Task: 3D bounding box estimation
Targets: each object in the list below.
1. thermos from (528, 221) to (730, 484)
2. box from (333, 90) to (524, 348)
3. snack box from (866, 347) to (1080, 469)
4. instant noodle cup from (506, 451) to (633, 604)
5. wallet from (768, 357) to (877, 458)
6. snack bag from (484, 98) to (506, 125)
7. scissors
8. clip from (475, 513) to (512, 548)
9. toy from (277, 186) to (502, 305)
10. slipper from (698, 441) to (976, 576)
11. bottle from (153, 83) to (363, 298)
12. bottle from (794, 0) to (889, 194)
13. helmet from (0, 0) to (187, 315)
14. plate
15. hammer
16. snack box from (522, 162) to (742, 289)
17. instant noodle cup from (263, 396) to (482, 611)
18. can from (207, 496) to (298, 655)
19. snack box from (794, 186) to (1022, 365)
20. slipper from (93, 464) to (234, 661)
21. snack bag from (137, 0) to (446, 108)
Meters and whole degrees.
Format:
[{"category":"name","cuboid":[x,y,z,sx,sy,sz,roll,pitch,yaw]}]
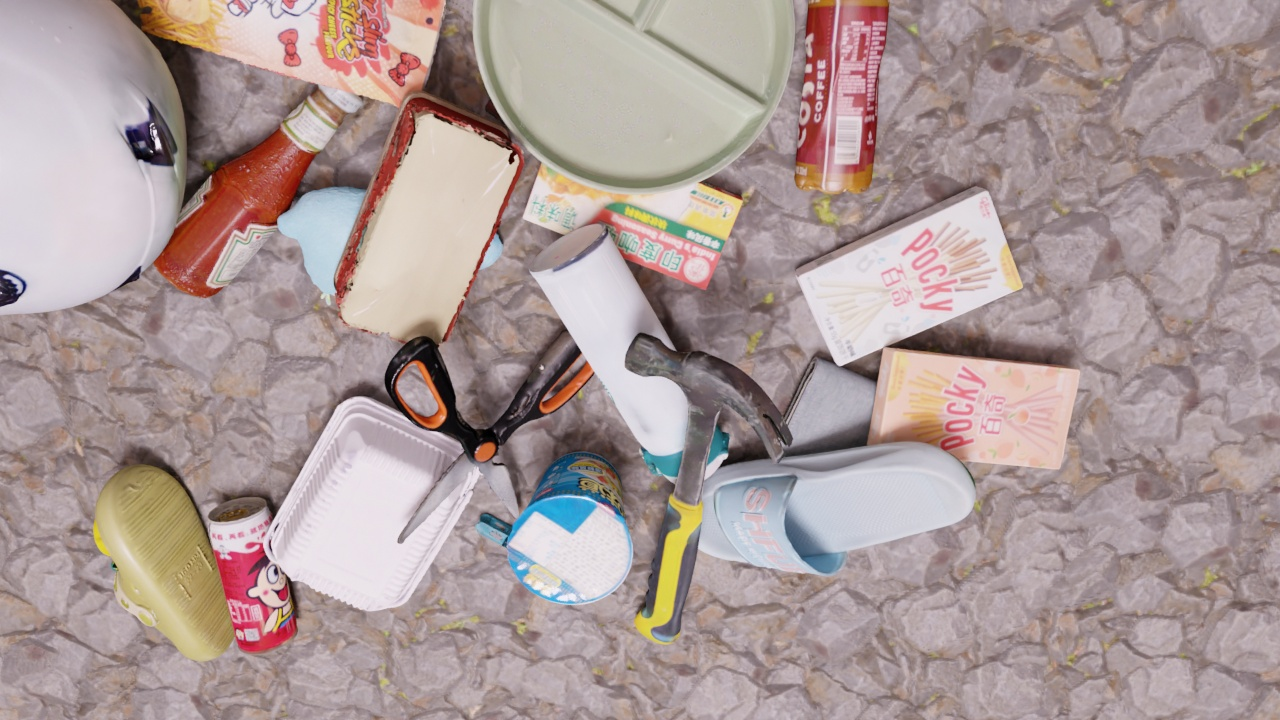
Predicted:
[{"category":"thermos","cuboid":[-0.004,0.004,0.726,0.073,0.073,0.224,-26,114,10]},{"category":"box","cuboid":[-0.155,-0.096,0.660,0.091,0.077,0.168,18,110,-28]},{"category":"snack box","cuboid":[0.266,0.039,0.735,0.157,0.026,0.084,5,101,-7]},{"category":"instant noodle cup","cuboid":[-0.052,0.129,0.758,0.099,0.109,0.099,1,109,2]},{"category":"wallet","cuboid":[0.183,0.068,0.765,0.129,0.037,0.107,21,106,-6]},{"category":"snack bag","cuboid":[-0.075,-0.220,0.687,0.048,0.026,0.104,34,106,-4]},{"category":"scissors","cuboid":[-0.121,0.051,0.732,0.220,0.022,0.231,-37,139,-17]},{"category":"clip","cuboid":[-0.120,0.155,0.817,0.057,0.046,0.014,31,108,-7]},{"category":"toy","cuboid":[-0.194,-0.098,0.721,0.161,0.049,0.156,27,103,-18]},{"category":"slipper","cuboid":[0.144,0.129,0.737,0.246,0.074,0.104,-17,124,31]},{"category":"bottle","cuboid":[-0.293,-0.137,0.708,0.060,0.059,0.206,43,100,-11]},{"category":"bottle","cuboid":[0.146,-0.211,0.664,0.057,0.057,0.175,2,108,2]},{"category":"helmet","cuboid":[-0.397,-0.146,0.639,0.145,0.228,0.259,-3,143,-25]},{"category":"plate","cuboid":[-0.003,-0.235,0.658,0.230,0.027,0.230,-1,101,-6]},{"category":"hammer","cuboid":[0.036,0.126,0.731,0.126,0.031,0.324,22,132,17]},{"category":"snack box","cuboid":[-0.006,-0.120,0.717,0.156,0.027,0.077,21,109,-4]},{"category":"instant noodle cup","cuboid":[-0.227,0.133,0.776,0.138,0.060,0.173,29,102,-17]},{"category":"can","cuboid":[-0.346,0.192,0.821,0.053,0.053,0.133,-4,108,4]},{"category":"snack box","cuboid":[0.211,-0.065,0.726,0.157,0.026,0.085,-24,106,11]},{"category":"slipper","cuboid":[-0.428,0.186,0.806,0.082,0.091,0.190,-17,110,10]},{"category":"snack bag","cuboid":[-0.244,-0.262,0.657,0.208,0.073,0.128,13,86,-3]}]
